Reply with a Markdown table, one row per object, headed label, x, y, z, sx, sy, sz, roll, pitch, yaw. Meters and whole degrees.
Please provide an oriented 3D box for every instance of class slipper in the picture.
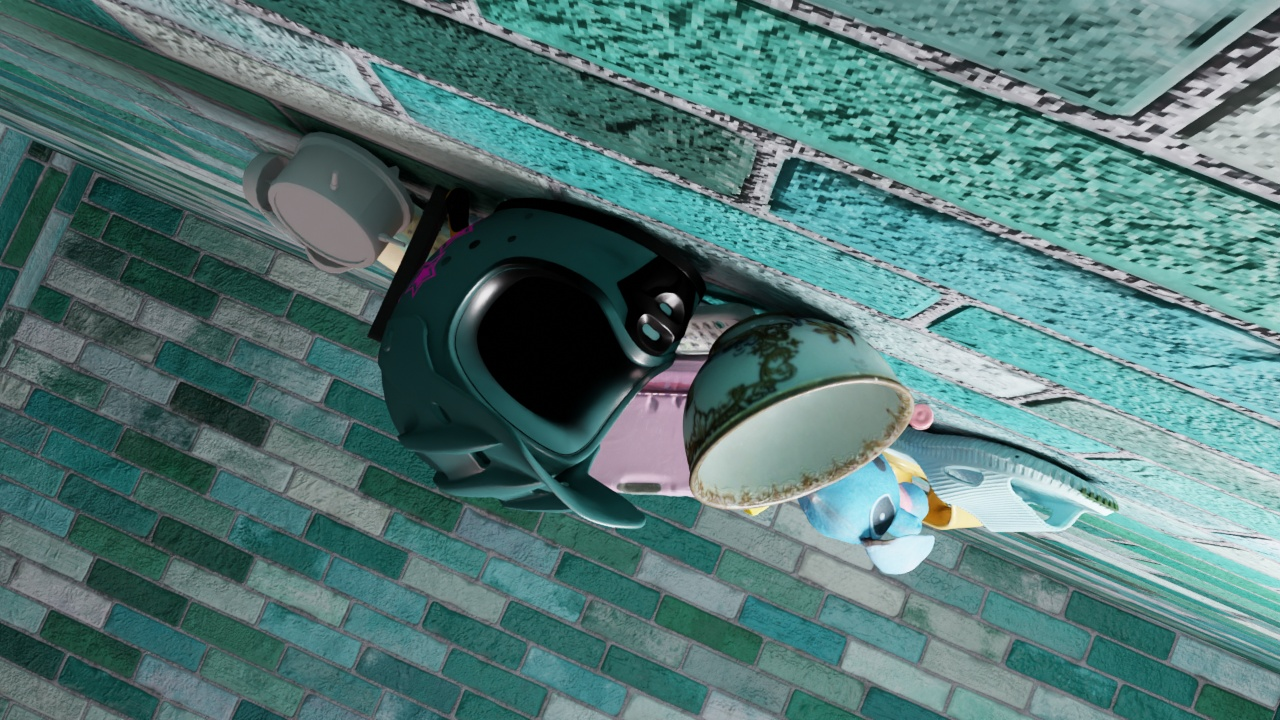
| label | x | y | z | sx | sy | sz | roll | pitch | yaw |
| --- | --- | --- | --- | --- | --- | --- | --- | --- | --- |
| slipper | 0.349 | 0.156 | 1.107 | 0.263 | 0.078 | 0.099 | 27 | 176 | -31 |
| slipper | 0.313 | 0.113 | 0.877 | 0.116 | 0.069 | 0.276 | 29 | 174 | -25 |

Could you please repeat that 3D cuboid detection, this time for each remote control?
| label | x | y | z | sx | sy | sz | roll | pitch | yaw |
| --- | --- | --- | --- | --- | --- | --- | --- | --- | --- |
| remote control | 0.039 | -0.026 | 0.722 | 0.134 | 0.022 | 0.050 | 0 | 145 | 42 |
| remote control | -0.188 | -0.076 | 0.752 | 0.013 | 0.133 | 0.058 | 24 | 174 | -9 |

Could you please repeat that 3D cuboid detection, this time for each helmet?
| label | x | y | z | sx | sy | sz | roll | pitch | yaw |
| --- | --- | --- | --- | --- | --- | --- | --- | --- | --- |
| helmet | -0.077 | 0.008 | 0.640 | 0.176 | 0.200 | 0.275 | 39 | 166 | -33 |

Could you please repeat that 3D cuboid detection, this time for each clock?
| label | x | y | z | sx | sy | sz | roll | pitch | yaw |
| --- | --- | --- | --- | --- | --- | --- | --- | --- | --- |
| clock | -0.256 | -0.127 | 0.749 | 0.159 | 0.060 | 0.120 | 0 | 142 | 40 |

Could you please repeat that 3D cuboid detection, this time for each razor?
| label | x | y | z | sx | sy | sz | roll | pitch | yaw |
| --- | --- | --- | --- | --- | --- | --- | --- | --- | --- |
| razor | -0.151 | -0.107 | 0.759 | 0.021 | 0.044 | 0.144 | 53 | 163 | 7 |

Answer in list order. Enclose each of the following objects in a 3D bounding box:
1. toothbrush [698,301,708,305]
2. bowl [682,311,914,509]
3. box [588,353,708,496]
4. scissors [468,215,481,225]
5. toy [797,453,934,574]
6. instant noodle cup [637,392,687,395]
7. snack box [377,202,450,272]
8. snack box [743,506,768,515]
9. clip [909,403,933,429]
| label | x | y | z | sx | sy | sz | roll | pitch | yaw |
| --- | --- | --- | --- | --- | --- | --- | --- | --- | --- |
| toothbrush | 0.038 | -0.042 | 0.744 | 0.188 | 0.018 | 0.019 | 23 | 165 | 3 |
| bowl | 0.095 | 0.024 | 0.636 | 0.159 | 0.160 | 0.093 | 29 | -147 | -51 |
| box | 0.018 | 0.053 | 0.786 | 0.233 | 0.115 | 0.106 | 1 | -173 | 14 |
| scissors | -0.099 | -0.099 | 0.797 | 0.123 | 0.016 | 0.125 | 24 | 175 | 34 |
| toy | 0.213 | 0.118 | 0.946 | 0.224 | 0.099 | 0.191 | 50 | -161 | 22 |
| instant noodle cup | -0.005 | 0.005 | 0.897 | 0.122 | 0.137 | 0.121 | 33 | -154 | -6 |
| snack box | -0.243 | -0.124 | 0.905 | 0.141 | 0.044 | 0.194 | 37 | 167 | -31 |
| snack box | 0.110 | 0.081 | 0.973 | 0.152 | 0.075 | 0.025 | 61 | 165 | -7 |
| clip | 0.219 | 0.037 | 0.778 | 0.060 | 0.023 | 0.045 | 26 | 180 | 42 |
